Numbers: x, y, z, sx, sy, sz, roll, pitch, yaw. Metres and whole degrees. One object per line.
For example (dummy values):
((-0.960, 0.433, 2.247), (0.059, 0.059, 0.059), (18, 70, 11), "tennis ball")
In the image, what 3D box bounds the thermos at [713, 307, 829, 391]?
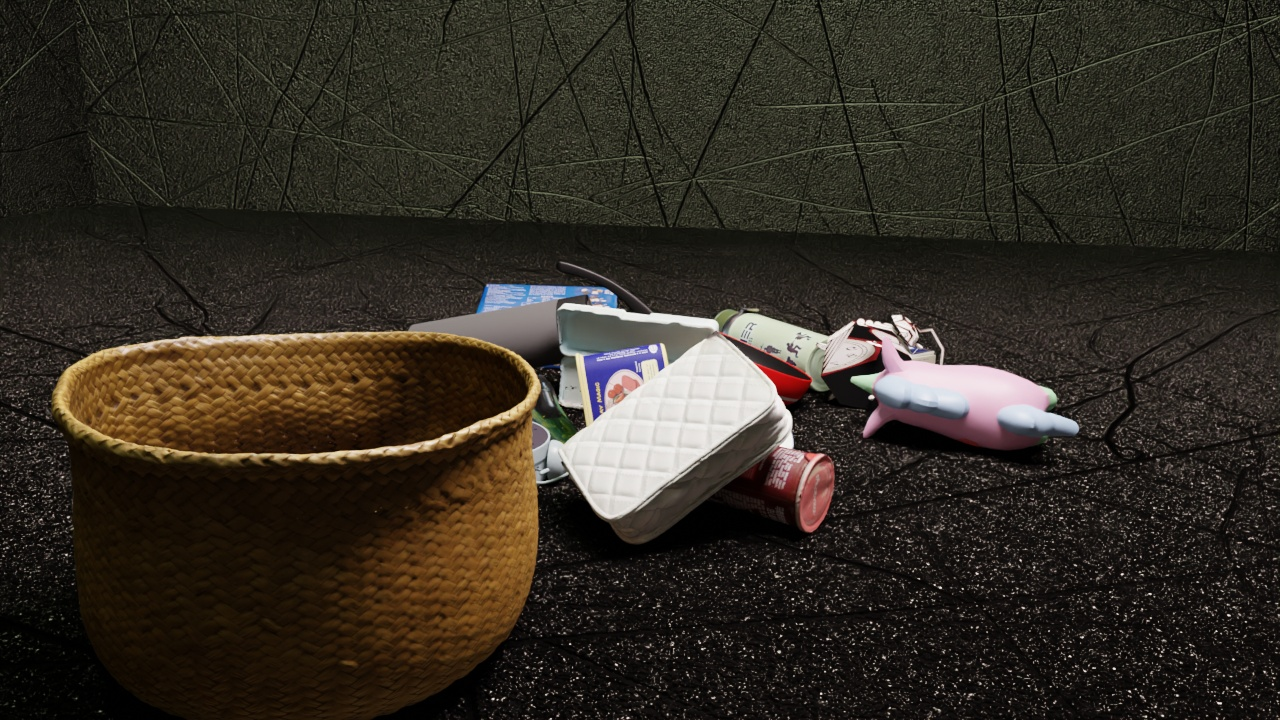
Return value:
((0.192, -0.025, 1.330), (0.082, 0.082, 0.231), (-7, 18, -30), "thermos")

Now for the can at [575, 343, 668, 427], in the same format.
((-0.013, 0.043, 0.956), (0.092, 0.116, 0.056), (-9, -2, -1), "can")

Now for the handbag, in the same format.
((0.031, 0.070, 0.822), (0.195, 0.072, 0.139), (-35, 41, -4), "handbag")

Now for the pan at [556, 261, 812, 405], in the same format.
((0.050, -0.032, 1.172), (0.356, 0.067, 0.208), (22, 9, -6), "pan")

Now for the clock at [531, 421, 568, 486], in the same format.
((-0.141, 0.097, 0.912), (0.159, 0.045, 0.122), (12, 18, 30), "clock")

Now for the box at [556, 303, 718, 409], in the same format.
((-0.005, 0.004, 1.096), (0.197, 0.135, 0.040), (7, 26, 18), "box")

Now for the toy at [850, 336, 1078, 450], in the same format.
((0.368, 0.049, 1.050), (0.170, 0.120, 0.222), (3, 11, -37), "toy")

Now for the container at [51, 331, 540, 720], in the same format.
((-0.213, 0.098, 0.613), (0.307, 0.197, 0.306), (1, 13, -1), "container")

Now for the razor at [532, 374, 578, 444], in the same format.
((-0.097, 0.065, 1.001), (0.053, 0.067, 0.151), (-11, 27, -24), "razor")

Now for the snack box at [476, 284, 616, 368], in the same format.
((-0.137, -0.052, 1.363), (0.203, 0.069, 0.154), (1, 27, -1), "snack box")

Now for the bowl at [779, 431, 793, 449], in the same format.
((0.107, 0.063, 0.990), (0.062, 0.118, 0.118), (-35, 3, 21), "bowl")

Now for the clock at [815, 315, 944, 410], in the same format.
((0.307, 0.003, 1.170), (0.155, 0.115, 0.065), (-11, 11, 18), "clock")

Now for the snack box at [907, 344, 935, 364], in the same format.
((0.325, -0.001, 1.338), (0.144, 0.043, 0.145), (-9, 18, -34), "snack box")

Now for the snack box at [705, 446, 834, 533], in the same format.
((0.109, 0.109, 0.850), (0.121, 0.072, 0.072), (12, 18, 34), "snack box")

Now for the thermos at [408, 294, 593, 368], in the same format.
((-0.173, -0.026, 1.187), (0.241, 0.082, 0.082), (-9, 14, 10), "thermos")
